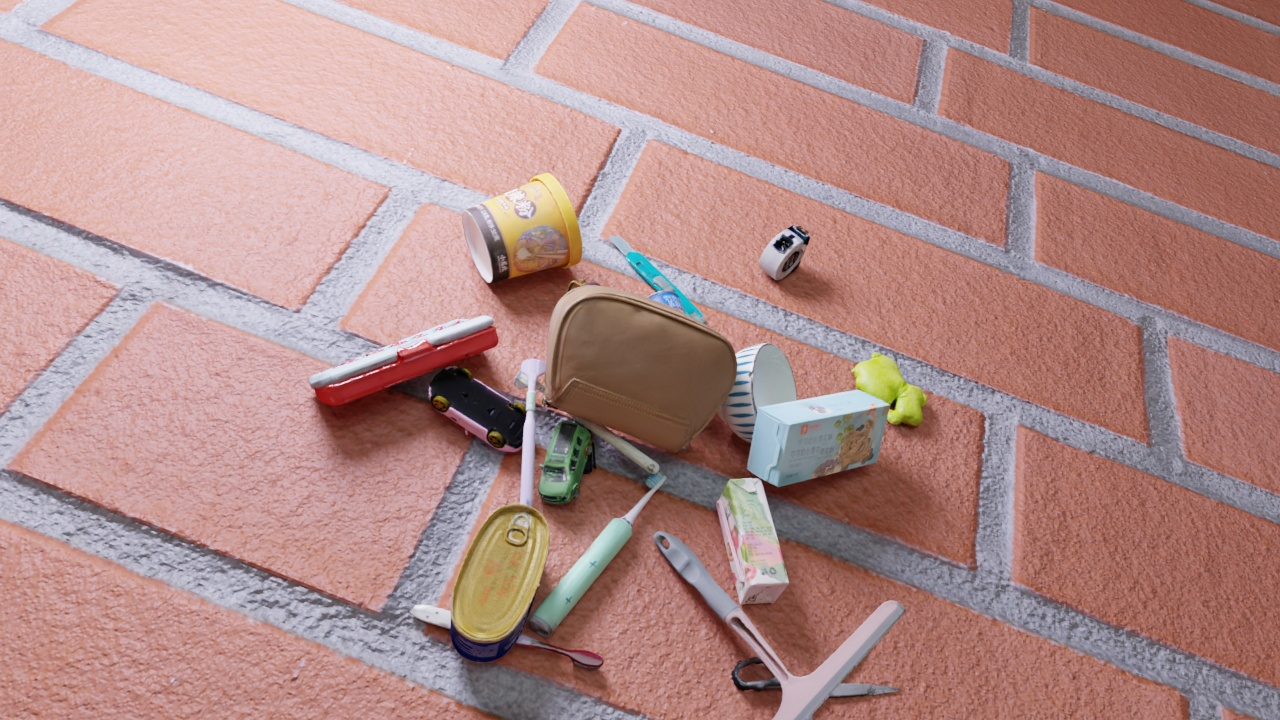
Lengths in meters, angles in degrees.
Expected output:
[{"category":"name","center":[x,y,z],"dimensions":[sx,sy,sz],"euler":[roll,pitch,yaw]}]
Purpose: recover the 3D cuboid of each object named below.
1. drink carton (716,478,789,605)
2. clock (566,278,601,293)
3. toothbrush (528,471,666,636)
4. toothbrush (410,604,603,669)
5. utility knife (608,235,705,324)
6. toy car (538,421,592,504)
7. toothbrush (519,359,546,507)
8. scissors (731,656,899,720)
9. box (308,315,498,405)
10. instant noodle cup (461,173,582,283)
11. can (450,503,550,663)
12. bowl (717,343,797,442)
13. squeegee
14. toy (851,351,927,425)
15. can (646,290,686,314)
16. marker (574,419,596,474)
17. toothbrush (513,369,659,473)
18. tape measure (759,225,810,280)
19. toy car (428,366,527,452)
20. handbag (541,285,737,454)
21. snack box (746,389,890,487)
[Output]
[{"category":"drink carton","center":[0.113,0.188,0.958],"dimensions":[0.045,0.054,0.122],"euler":[-1,53,-15]},{"category":"clock","center":[-0.050,-0.043,1.076],"dimensions":[0.055,0.082,0.122],"euler":[-29,66,-37]},{"category":"toothbrush","center":[-0.036,0.190,0.933],"dimensions":[0.027,0.027,0.223],"euler":[41,53,4]},{"category":"toothbrush","center":[-0.126,0.261,0.864],"dimensions":[0.187,0.017,0.016],"euler":[15,54,0]},{"category":"utility knife","center":[0.022,-0.103,1.185],"dimensions":[0.029,0.013,0.186],"euler":[-31,66,-32]},{"category":"toy car","center":[-0.081,0.107,0.969],"dimensions":[0.043,0.036,0.091],"euler":[3,60,17]},{"category":"toothbrush","center":[-0.118,0.088,0.969],"dimensions":[0.029,0.021,0.189],"euler":[0,68,3]},{"category":"scissors","center":[0.169,0.324,0.897],"dimensions":[0.159,0.014,0.177],"euler":[29,49,5]},{"category":"box","center":[-0.257,-0.006,0.997],"dimensions":[0.200,0.087,0.047],"euler":[-23,103,-28]},{"category":"instant noodle cup","center":[-0.148,-0.156,1.121],"dimensions":[0.114,0.119,0.118],"euler":[-22,61,-19]},{"category":"can","center":[-0.131,0.207,0.863],"dimensions":[0.074,0.049,0.147],"euler":[17,46,1]},{"category":"bowl","center":[0.127,0.041,1.054],"dimensions":[0.066,0.116,0.116],"euler":[-8,41,34]},{"category":"squeegee","center":[0.091,0.250,0.887],"dimensions":[0.248,0.040,0.249],"euler":[-50,49,4]},{"category":"toy","center":[0.310,0.036,1.143],"dimensions":[0.100,0.031,0.096],"euler":[24,53,4]},{"category":"can","center":[0.042,-0.017,1.097],"dimensions":[0.053,0.053,0.134],"euler":[-6,55,-20]},{"category":"marker","center":[-0.063,0.066,1.027],"dimensions":[0.022,0.020,0.131],"euler":[-12,53,10]},{"category":"toothbrush","center":[-0.058,0.066,1.004],"dimensions":[0.189,0.020,0.029],"euler":[34,84,11]},{"category":"tape measure","center":[0.191,-0.142,1.226],"dimensions":[0.033,0.066,0.065],"euler":[41,52,22]},{"category":"toy car","center":[-0.173,0.054,0.992],"dimensions":[0.122,0.037,0.056],"euler":[33,50,1]},{"category":"handbag","center":[-0.006,0.006,0.988],"dimensions":[0.204,0.148,0.100],"euler":[22,5,-15]},{"category":"snack box","center":[0.199,0.084,1.016],"dimensions":[0.174,0.074,0.052],"euler":[-7,25,-38]}]
